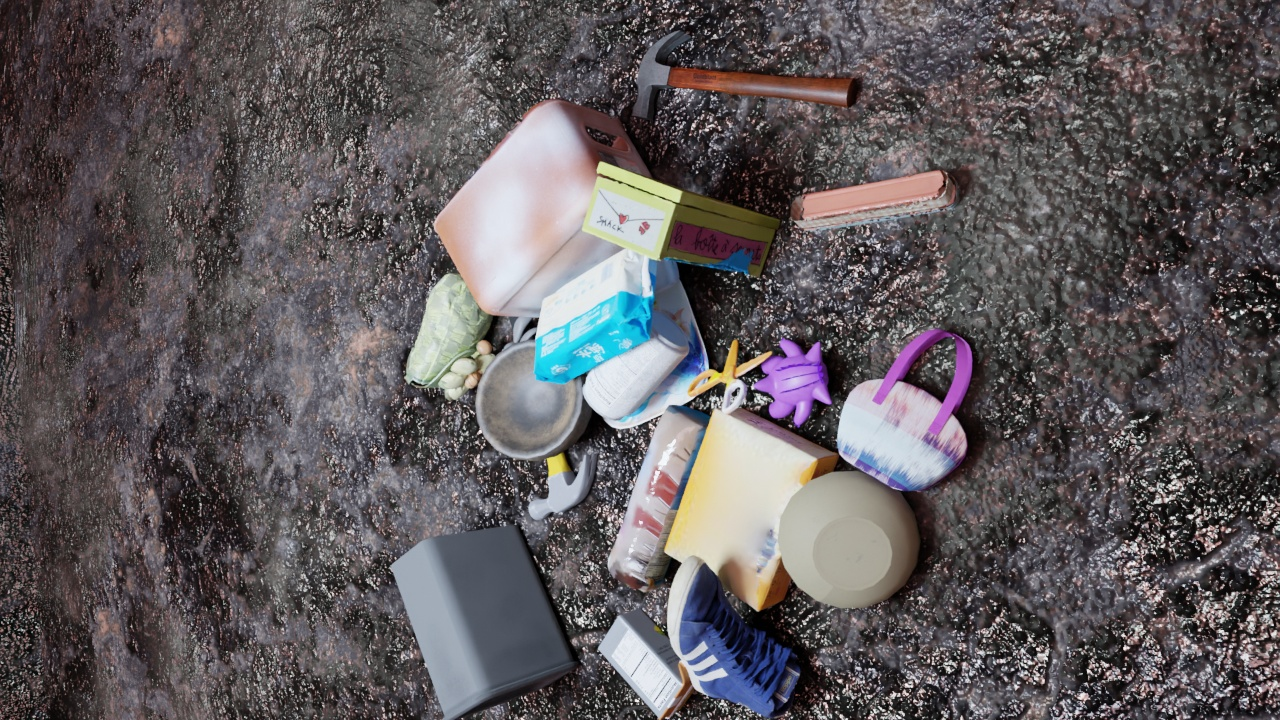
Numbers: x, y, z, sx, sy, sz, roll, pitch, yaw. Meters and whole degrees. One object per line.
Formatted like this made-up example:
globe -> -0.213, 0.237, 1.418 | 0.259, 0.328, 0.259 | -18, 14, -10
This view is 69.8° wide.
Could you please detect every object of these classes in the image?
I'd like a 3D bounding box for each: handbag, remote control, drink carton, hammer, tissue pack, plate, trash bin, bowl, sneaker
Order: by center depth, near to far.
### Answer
handbag -> 0.291, 0.047, 0.975 | 0.144, 0.068, 0.170 | 31, 101, 31
bowl -> 0.224, 0.198, 0.981 | 0.152, 0.050, 0.152 | 1, 99, 8
sneaker -> 0.112, 0.324, 1.030 | 0.118, 0.091, 0.233 | 15, 136, 31
hammer -> 0.121, -0.338, 1.116 | 0.301, 0.028, 0.111 | 17, 101, 35
tissue pack -> -0.053, -0.055, 1.123 | 0.210, 0.066, 0.116 | -29, 46, 42
remote control -> -0.007, -0.109, 1.171 | 0.115, 0.028, 0.060 | -15, 109, 31
drink carton -> 0.013, 0.387, 1.176 | 0.125, 0.048, 0.076 | 41, 112, 29
trash bin -> -0.115, -0.182, 1.195 | 0.260, 0.181, 0.157 | -39, 69, 28
plate -> 0.002, -0.016, 1.206 | 0.187, 0.016, 0.187 | -27, 74, 32
bowl -> -0.135, 0.057, 1.237 | 0.162, 0.070, 0.162 | -5, 77, 21
trash bin -> -0.213, 0.351, 1.255 | 0.098, 0.191, 0.219 | -39, 67, 29
hammer -> -0.143, 0.055, 1.306 | 0.127, 0.029, 0.323 | -25, 74, 33
handbag -> -0.261, -0.029, 1.343 | 0.117, 0.113, 0.187 | 31, 107, 24

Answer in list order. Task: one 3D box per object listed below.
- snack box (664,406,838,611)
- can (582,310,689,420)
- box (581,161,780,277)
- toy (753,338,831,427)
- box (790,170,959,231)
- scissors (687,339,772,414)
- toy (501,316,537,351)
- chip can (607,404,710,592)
snack box -> 0.124, 0.171, 1.076 | 0.145, 0.080, 0.195 | 26, 104, 33
can -> -0.007, 0.007, 1.152 | 0.136, 0.078, 0.078 | -49, 64, 25
box -> 0.052, -0.157, 1.050 | 0.124, 0.220, 0.082 | 27, 107, 36
toy -> 0.177, 0.023, 1.055 | 0.088, 0.055, 0.106 | -16, 76, 34
box -> 0.250, -0.175, 1.009 | 0.187, 0.057, 0.060 | -6, 118, 37
scissors -> 0.105, 0.020, 1.089 | 0.126, 0.011, 0.129 | -31, 32, 29
toy -> -0.180, -0.012, 1.302 | 0.112, 0.030, 0.049 | -60, 43, 24
chip can -> 0.027, 0.172, 1.150 | 0.080, 0.079, 0.230 | 27, 104, 33
